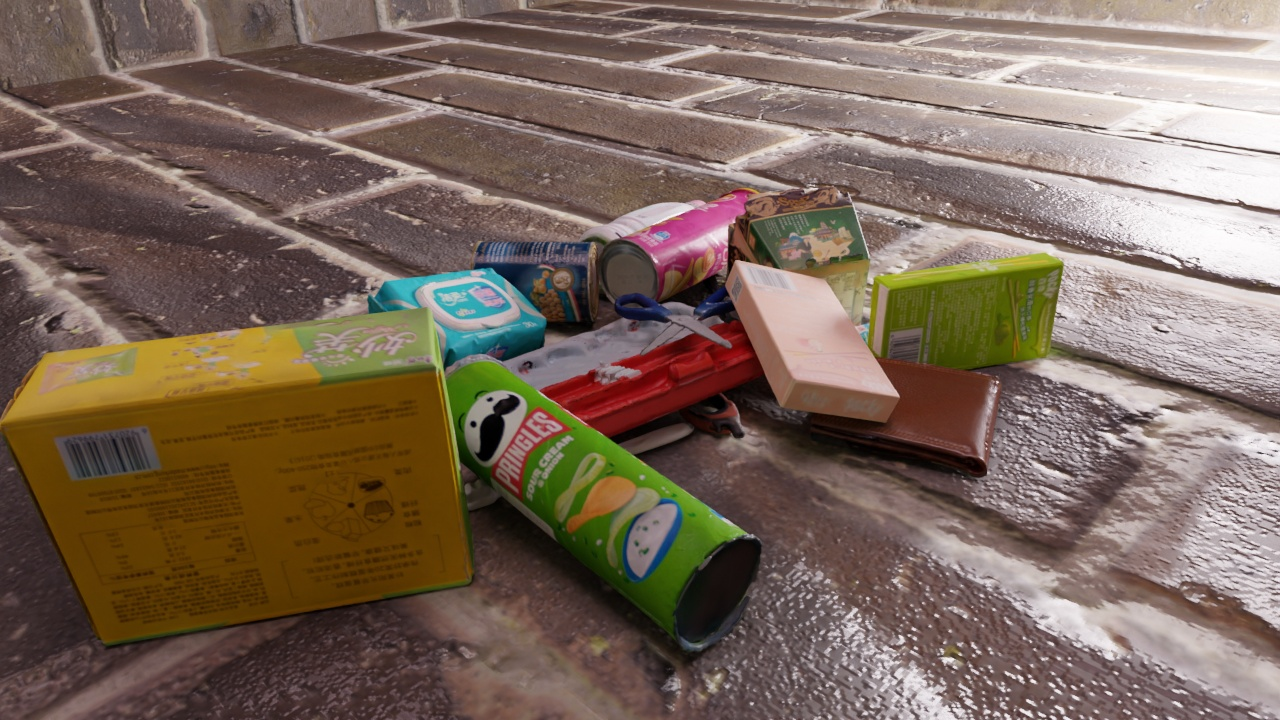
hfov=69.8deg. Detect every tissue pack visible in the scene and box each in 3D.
[{"bbox_3d":[-0.147,-0.029,0.745,0.093,0.050,0.133,42,33,22],"label":"tissue pack"}]

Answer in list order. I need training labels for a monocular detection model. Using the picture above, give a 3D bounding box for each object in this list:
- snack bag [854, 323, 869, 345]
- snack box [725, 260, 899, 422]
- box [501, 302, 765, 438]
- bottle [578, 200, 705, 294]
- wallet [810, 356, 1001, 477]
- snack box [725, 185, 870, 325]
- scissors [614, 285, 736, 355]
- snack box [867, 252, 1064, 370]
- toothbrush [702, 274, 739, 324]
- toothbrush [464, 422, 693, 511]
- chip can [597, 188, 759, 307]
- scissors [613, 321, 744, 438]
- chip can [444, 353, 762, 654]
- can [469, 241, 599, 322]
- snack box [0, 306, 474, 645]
[{"bbox_3d":[0.199,-0.018,0.776,0.104,0.026,0.048,-9,41,-12],"label":"snack bag"},{"bbox_3d":[0.122,-0.017,0.677,0.084,0.026,0.157,9,34,-18],"label":"snack box"},{"bbox_3d":[-0.005,0.004,0.712,0.200,0.039,0.158,-21,20,-30],"label":"box"},{"bbox_3d":[0.013,-0.128,0.957,0.068,0.068,0.196,16,30,30],"label":"bottle"},{"bbox_3d":[0.194,0.038,0.669,0.125,0.032,0.101,10,34,23],"label":"wallet"},{"bbox_3d":[0.146,-0.078,0.822,0.118,0.118,0.105,-8,40,-5],"label":"snack box"},{"bbox_3d":[0.033,-0.035,0.729,0.162,0.012,0.174,-21,25,-38],"label":"scissors"},{"bbox_3d":[0.260,-0.034,0.739,0.156,0.086,0.026,-9,28,-11],"label":"snack box"},{"bbox_3d":[0.074,-0.060,0.878,0.015,0.018,0.181,-9,26,-2],"label":"toothbrush"},{"bbox_3d":[-0.040,0.069,0.641,0.179,0.016,0.016,-16,33,-24],"label":"toothbrush"},{"bbox_3d":[0.050,-0.109,0.883,0.071,0.071,0.209,17,30,32],"label":"chip can"},{"bbox_3d":[0.049,0.004,0.757,0.188,0.015,0.225,-14,30,-20],"label":"scissors"},{"bbox_3d":[-0.036,0.076,0.549,0.072,0.072,0.236,-25,41,-36],"label":"chip can"},{"bbox_3d":[-0.095,-0.073,0.850,0.111,0.075,0.075,1,28,4],"label":"can"},{"bbox_3d":[-0.207,0.065,0.512,0.210,0.158,0.070,-8,32,-11],"label":"snack box"}]
